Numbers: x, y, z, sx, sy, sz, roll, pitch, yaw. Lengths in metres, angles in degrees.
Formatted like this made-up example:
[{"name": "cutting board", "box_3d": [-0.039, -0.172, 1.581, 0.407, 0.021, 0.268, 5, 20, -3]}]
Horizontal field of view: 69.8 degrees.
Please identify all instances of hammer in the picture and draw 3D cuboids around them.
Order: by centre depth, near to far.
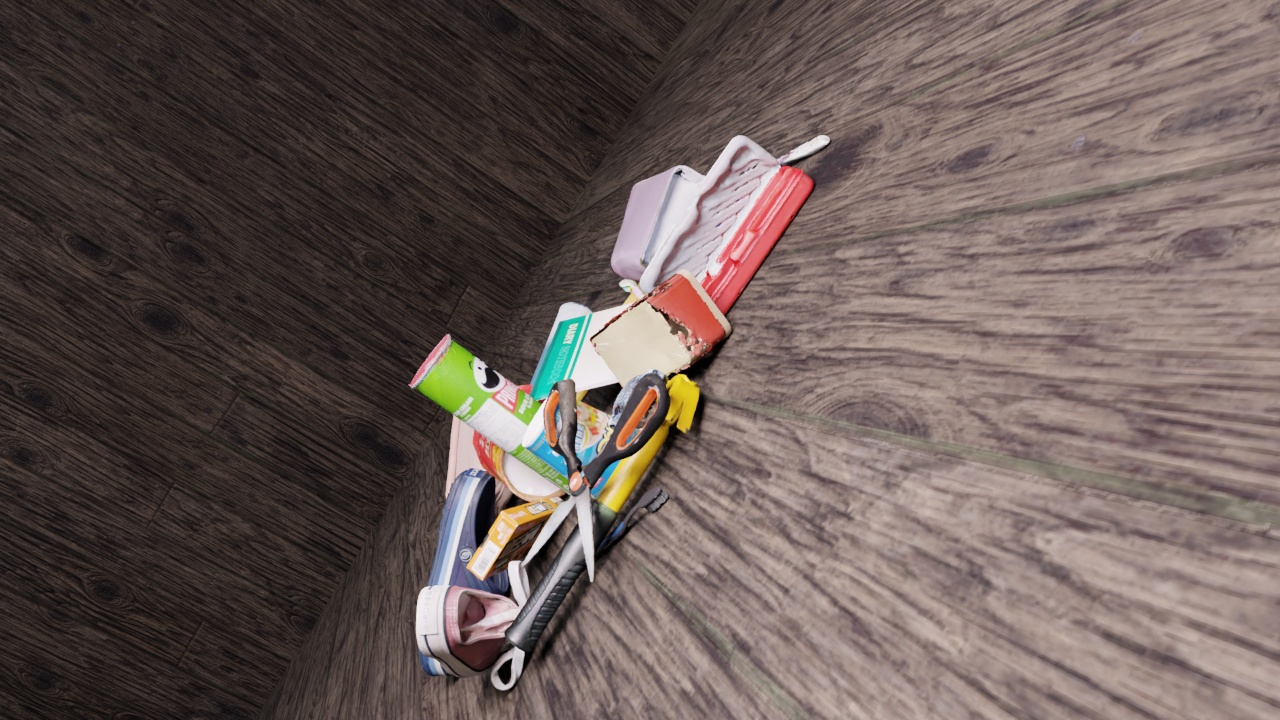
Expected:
[{"name": "hammer", "box_3d": [-0.034, 0.141, 0.875, 0.300, 0.033, 0.129, -57, 5, -7]}]

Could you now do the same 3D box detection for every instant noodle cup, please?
[{"name": "instant noodle cup", "box_3d": [-0.063, 0.088, 0.984, 0.099, 0.110, 0.099, -53, 14, 18]}, {"name": "instant noodle cup", "box_3d": [-0.131, 0.110, 1.153, 0.138, 0.138, 0.108, -58, 23, 0]}]

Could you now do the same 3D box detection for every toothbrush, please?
[{"name": "toothbrush", "box_3d": [-0.027, 0.172, 0.887, 0.190, 0.016, 0.014, -50, 17, 40]}, {"name": "toothbrush", "box_3d": [0.171, -0.232, 1.077, 0.016, 0.017, 0.188, -69, 18, -11]}, {"name": "toothbrush", "box_3d": [0.008, -0.072, 1.215, 0.189, 0.029, 0.020, -125, 47, -62]}]

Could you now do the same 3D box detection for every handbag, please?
[{"name": "handbag", "box_3d": [0.031, -0.178, 1.262, 0.145, 0.098, 0.197, -63, 15, -4]}, {"name": "handbag", "box_3d": [-0.210, 0.125, 1.313, 0.235, 0.093, 0.193, 159, 115, -67]}]

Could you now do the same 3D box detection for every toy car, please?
[{"name": "toy car", "box_3d": [-0.006, 0.039, 0.897, 0.048, 0.031, 0.106, -57, 5, -26]}]

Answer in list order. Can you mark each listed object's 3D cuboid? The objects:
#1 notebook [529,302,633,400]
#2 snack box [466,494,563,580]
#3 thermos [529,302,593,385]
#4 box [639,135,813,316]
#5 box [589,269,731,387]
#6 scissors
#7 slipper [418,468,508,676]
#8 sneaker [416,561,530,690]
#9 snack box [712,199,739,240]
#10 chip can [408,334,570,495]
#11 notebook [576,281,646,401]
[{"name": "notebook", "box_3d": [-0.057, -0.017, 1.194, 0.150, 0.012, 0.208, -14, 27, 15]}, {"name": "snack box", "box_3d": [-0.134, 0.195, 1.028, 0.075, 0.026, 0.153, -56, -15, 9]}, {"name": "thermos", "box_3d": [-0.131, 0.012, 1.433, 0.070, 0.070, 0.219, -38, 28, 54]}, {"name": "box", "box_3d": [0.085, -0.139, 0.993, 0.201, 0.100, 0.095, -56, 13, 9]}, {"name": "box", "box_3d": [0.012, -0.020, 0.974, 0.077, 0.091, 0.169, -38, 3, -28]}, {"name": "scissors", "box_3d": [-0.054, 0.093, 0.854, 0.234, 0.021, 0.220, -52, 38, 17]}, {"name": "slipper", "box_3d": [-0.203, 0.259, 1.119, 0.105, 0.095, 0.253, 3, -83, -80]}, {"name": "sneaker", "box_3d": [-0.151, 0.266, 0.916, 0.241, 0.088, 0.118, 81, -174, -68]}, {"name": "snack box", "box_3d": [0.079, -0.120, 1.120, 0.157, 0.026, 0.085, -61, 15, -15]}, {"name": "chip can", "box_3d": [-0.144, 0.069, 1.039, 0.072, 0.236, 0.072, -47, 17, 19]}, {"name": "notebook", "box_3d": [-0.035, -0.043, 1.381, 0.207, 0.010, 0.145, -52, 15, 21]}]
